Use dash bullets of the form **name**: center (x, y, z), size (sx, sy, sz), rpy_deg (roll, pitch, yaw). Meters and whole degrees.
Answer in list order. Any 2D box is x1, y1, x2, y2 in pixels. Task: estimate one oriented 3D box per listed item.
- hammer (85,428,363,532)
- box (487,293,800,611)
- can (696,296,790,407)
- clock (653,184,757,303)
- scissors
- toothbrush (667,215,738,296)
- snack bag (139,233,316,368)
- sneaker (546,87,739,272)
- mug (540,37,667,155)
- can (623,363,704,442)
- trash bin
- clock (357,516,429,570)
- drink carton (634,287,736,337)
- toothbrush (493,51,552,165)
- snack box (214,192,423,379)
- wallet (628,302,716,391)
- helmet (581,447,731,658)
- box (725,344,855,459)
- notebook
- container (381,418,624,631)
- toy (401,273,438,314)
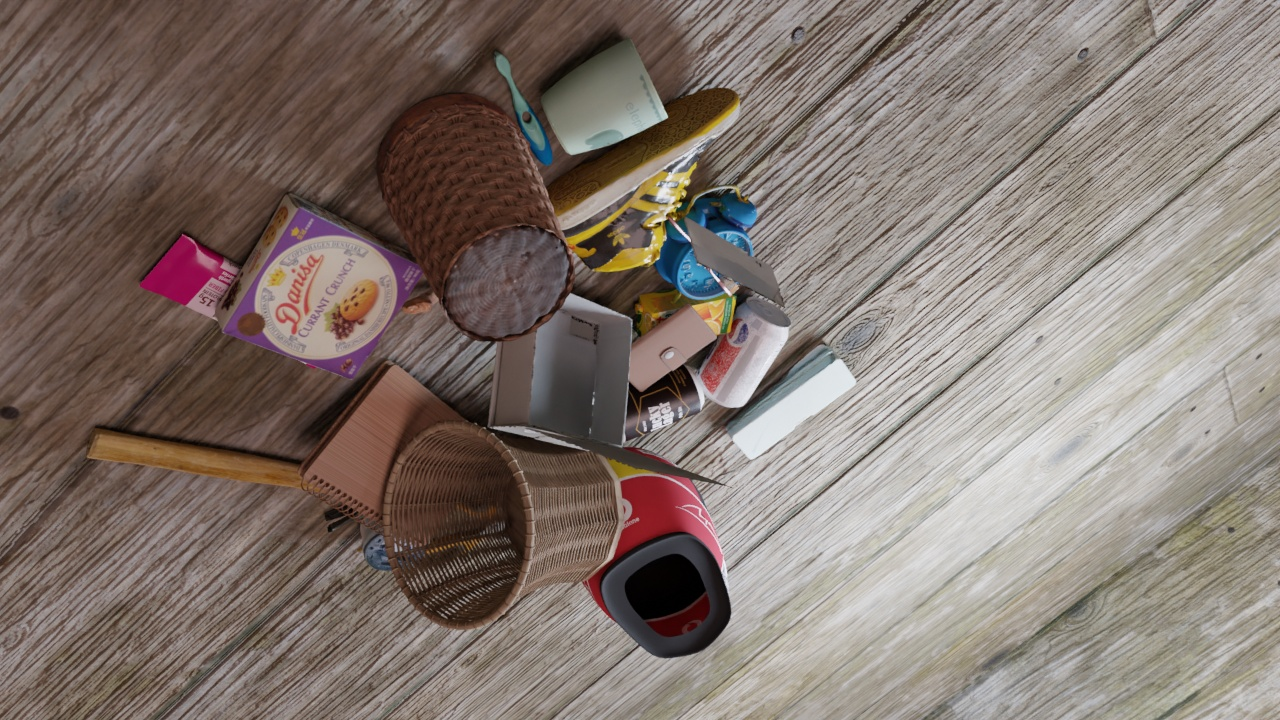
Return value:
- **hammer**: center (-0.437, 0.124, 1.035), size (0.330, 0.033, 0.132), rpy_deg (18, 119, -39)
- **box**: center (-0.031, 0.097, 0.959), size (0.150, 0.412, 0.166), rpy_deg (-46, 144, 21)
- **can**: center (0.135, -0.010, 1.211), size (0.078, 0.078, 0.136), rpy_deg (8, 124, -35)
- **clock**: center (0.076, -0.140, 1.068), size (0.116, 0.060, 0.162), rpy_deg (-16, 140, -16)
- **scissors**: center (-0.227, 0.235, 1.269), size (0.226, 0.016, 0.225), rpy_deg (-36, 139, 2)
- **toothbrush**: center (0.070, -0.116, 1.015), size (0.016, 0.015, 0.184), rpy_deg (-41, 146, 7)
- **snack bag**: center (-0.384, -0.052, 0.913), size (0.070, 0.016, 0.196), rpy_deg (-42, 137, 12)
- **sneaker**: center (0.018, -0.181, 0.977), size (0.238, 0.086, 0.122), rpy_deg (-31, 132, 4)
- **mug**: center (-0.034, -0.246, 0.902), size (0.104, 0.084, 0.111), rpy_deg (-26, 163, 8)
- **can**: center (0.014, 0.055, 1.204), size (0.128, 0.072, 0.072), rpy_deg (-21, 136, -13)
- **trash bin**: center (-0.144, -0.131, 0.839), size (0.151, 0.210, 0.151), rpy_deg (-17, 135, -18)
- **clock**: center (-0.309, 0.215, 1.172), size (0.083, 0.057, 0.118), rpy_deg (21, 116, -41)
- **drink carton**: center (0.053, -0.057, 1.147), size (0.122, 0.041, 0.058), rpy_deg (-12, 134, -20)
- **toothbrush**: center (-0.114, -0.244, 0.898), size (0.022, 0.017, 0.135), rpy_deg (-30, 140, -4)
- **snack box**: center (-0.314, -0.069, 0.906), size (0.148, 0.040, 0.143), rpy_deg (26, 103, -44)
- **wallet**: center (0.029, -0.014, 1.130), size (0.121, 0.013, 0.087), rpy_deg (-36, 141, 8)
- **helmet**: center (0.001, 0.239, 1.249), size (0.197, 0.224, 0.271), rpy_deg (-29, 125, -1)
- **box**: center (0.218, 0.062, 1.346), size (0.199, 0.070, 0.085), rpy_deg (-39, 156, 8)
- **notebook**: center (-0.281, 0.120, 1.082), size (0.169, 0.022, 0.210), rpy_deg (-53, 138, -11)
- **container**: center (-0.151, 0.182, 1.074), size (0.227, 0.227, 0.195), rpy_deg (-53, 152, 20)
- **toy**: center (-0.191, -0.074, 0.976), size (0.085, 0.074, 0.105), rpy_deg (-16, 168, 28)
